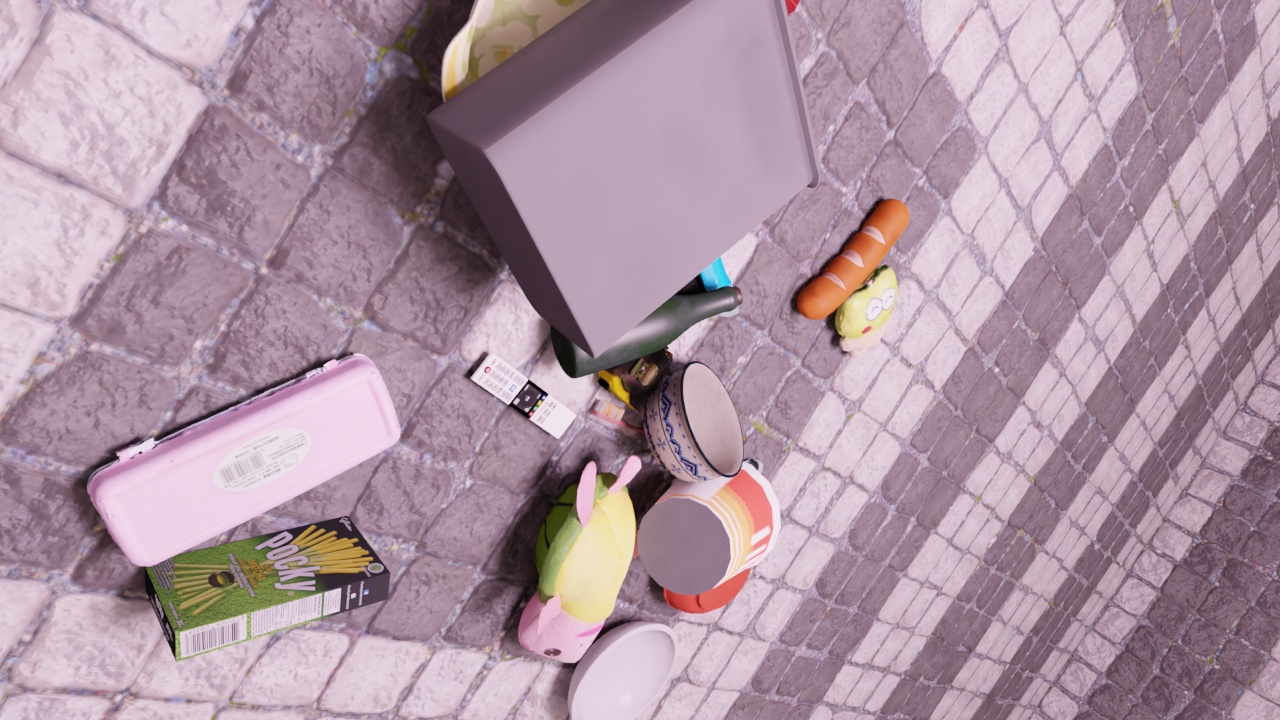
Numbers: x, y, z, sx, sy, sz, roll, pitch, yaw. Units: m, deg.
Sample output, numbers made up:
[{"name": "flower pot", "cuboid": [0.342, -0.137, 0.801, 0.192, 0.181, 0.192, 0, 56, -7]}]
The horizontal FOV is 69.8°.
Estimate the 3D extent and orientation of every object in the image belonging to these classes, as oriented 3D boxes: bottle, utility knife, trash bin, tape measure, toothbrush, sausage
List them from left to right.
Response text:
[{"name": "tape measure", "cuboid": [-0.005, 0.005, 0.839, 0.067, 0.038, 0.062, -53, 137, -2]}, {"name": "trash bin", "cuboid": [0.000, -0.143, 0.621, 0.219, 0.097, 0.192, -40, 137, -14]}, {"name": "bottle", "cuboid": [0.011, -0.034, 0.795, 0.174, 0.055, 0.055, -18, 126, -21]}, {"name": "toothbrush", "cuboid": [0.014, 0.070, 0.916, 0.184, 0.015, 0.015, 27, 92, -48]}, {"name": "utility knife", "cuboid": [0.058, -0.104, 0.830, 0.031, 0.015, 0.158, -38, 125, -28]}, {"name": "sausage", "cuboid": [0.228, -0.106, 0.980, 0.164, 0.039, 0.044, -47, 131, -9]}]

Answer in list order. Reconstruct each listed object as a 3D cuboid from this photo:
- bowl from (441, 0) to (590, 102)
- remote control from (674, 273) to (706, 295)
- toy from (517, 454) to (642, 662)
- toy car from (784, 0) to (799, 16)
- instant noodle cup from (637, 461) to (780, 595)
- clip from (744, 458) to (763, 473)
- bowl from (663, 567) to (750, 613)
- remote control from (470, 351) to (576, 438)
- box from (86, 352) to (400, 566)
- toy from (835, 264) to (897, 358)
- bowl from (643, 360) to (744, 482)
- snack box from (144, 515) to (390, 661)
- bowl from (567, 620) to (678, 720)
[{"name": "bowl", "cuboid": [-0.052, -0.214, 0.644, 0.218, 0.060, 0.189, -23, 129, -29]}, {"name": "remote control", "cuboid": [0.012, -0.066, 0.824, 0.151, 0.020, 0.041, 7, 109, -43]}, {"name": "toy", "cuboid": [-0.055, 0.189, 0.874, 0.189, 0.088, 0.239, -33, 144, -54]}, {"name": "toy car", "cuboid": [0.099, -0.308, 0.742, 0.091, 0.036, 0.042, 10, 107, -51]}, {"name": "instant noodle cup", "cuboid": [0.063, 0.167, 0.907, 0.121, 0.123, 0.123, -15, 128, -67]}, {"name": "clip", "cuboid": [0.092, 0.187, 1.051, 0.172, 0.029, 0.143, -51, 139, -2]}, {"name": "bowl", "cuboid": [0.084, 0.238, 1.029, 0.121, 0.035, 0.122, -22, 129, -30]}, {"name": "remote control", "cuboid": [-0.100, 0.031, 0.789, 0.028, 0.012, 0.124, -52, 138, -4]}, {"name": "box", "cuboid": [-0.270, 0.063, 0.640, 0.201, 0.044, 0.086, -28, 126, -26]}, {"name": "toy", "cuboid": [0.255, -0.050, 1.037, 0.092, 0.046, 0.115, -38, 143, -22]}, {"name": "bowl", "cuboid": [0.046, 0.065, 0.880, 0.059, 0.115, 0.115, -22, 146, 27]}, {"name": "snack box", "cuboid": [-0.269, 0.161, 0.667, 0.147, 0.080, 0.025, -9, 120, -39]}, {"name": "bowl", "cuboid": [-0.027, 0.347, 1.030, 0.149, 0.043, 0.150, -22, 128, -31]}]
